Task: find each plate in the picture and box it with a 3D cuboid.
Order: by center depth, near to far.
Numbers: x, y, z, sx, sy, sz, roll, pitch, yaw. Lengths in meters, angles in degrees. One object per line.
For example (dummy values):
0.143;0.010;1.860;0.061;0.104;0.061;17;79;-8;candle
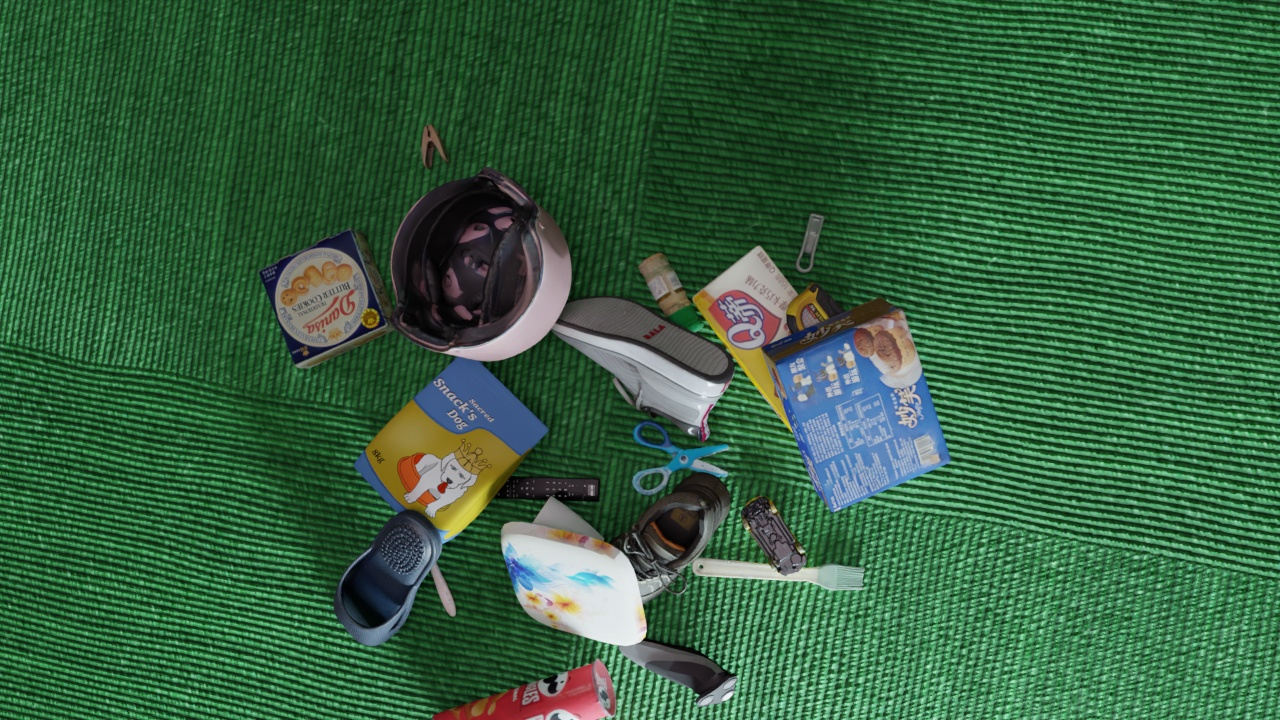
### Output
-0.087;0.281;1.134;0.187;0.016;0.187;8;128;24;plate

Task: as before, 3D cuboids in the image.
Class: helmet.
-0.190;-0.111;1.143;0.256;0.152;0.230;25;92;34;helmet

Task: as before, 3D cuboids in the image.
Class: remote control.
-0.123;0.169;1.211;0.140;0.009;0.030;1;90;8;remote control

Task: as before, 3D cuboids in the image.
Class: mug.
-0.109;0.243;1.183;0.087;0.080;0.114;34;125;0;mug

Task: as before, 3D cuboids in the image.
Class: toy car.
0.169;0.223;1.161;0.049;0.030;0.107;-33;79;5;toy car

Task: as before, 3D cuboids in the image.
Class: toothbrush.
-0.286;0.259;1.230;0.016;0.018;0.181;-24;88;7;toothbrush

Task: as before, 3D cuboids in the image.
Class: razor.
0.045;0.388;1.168;0.156;0.060;0.057;24;136;22;razor

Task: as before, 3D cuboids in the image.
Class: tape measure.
0.205;-0.051;1.090;0.065;0.037;0.064;42;89;-9;tape measure

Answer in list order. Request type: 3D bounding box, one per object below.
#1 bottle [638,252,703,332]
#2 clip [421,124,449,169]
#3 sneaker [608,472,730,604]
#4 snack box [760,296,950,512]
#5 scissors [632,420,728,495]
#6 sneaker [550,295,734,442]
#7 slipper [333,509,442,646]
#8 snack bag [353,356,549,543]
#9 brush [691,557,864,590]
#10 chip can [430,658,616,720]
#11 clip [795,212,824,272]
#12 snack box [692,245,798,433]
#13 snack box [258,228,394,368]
0.038;-0.082;1.174;0.043;0.043;0.111;-29;85;6;bottle
-0.282;-0.284;1.227;0.039;0.024;0.060;-28;77;4;clip
0.015;0.243;1.124;0.101;0.142;0.238;45;99;5;sneaker
0.251;0.051;1.065;0.155;0.069;0.203;-23;109;1;snack box
0.049;0.116;1.187;0.140;0.013;0.114;-17;90;10;scissors
-0.007;0.007;1.162;0.263;0.096;0.129;25;131;23;sneaker
-0.338;0.288;1.156;0.101;0.082;0.264;41;124;7;slipper
-0.238;0.110;1.176;0.159;0.102;0.205;43;98;8;snack bag
0.174;0.270;1.171;0.218;0.012;0.033;2;90;9;brush
-0.152;0.456;1.185;0.233;0.073;0.073;-20;87;8;chip can
0.213;-0.148;1.150;0.023;0.049;0.078;15;86;9;clip
0.174;-0.019;1.146;0.110;0.061;0.230;-37;86;5;snack box
-0.418;-0.083;1.235;0.144;0.042;0.145;-23;86;8;snack box
